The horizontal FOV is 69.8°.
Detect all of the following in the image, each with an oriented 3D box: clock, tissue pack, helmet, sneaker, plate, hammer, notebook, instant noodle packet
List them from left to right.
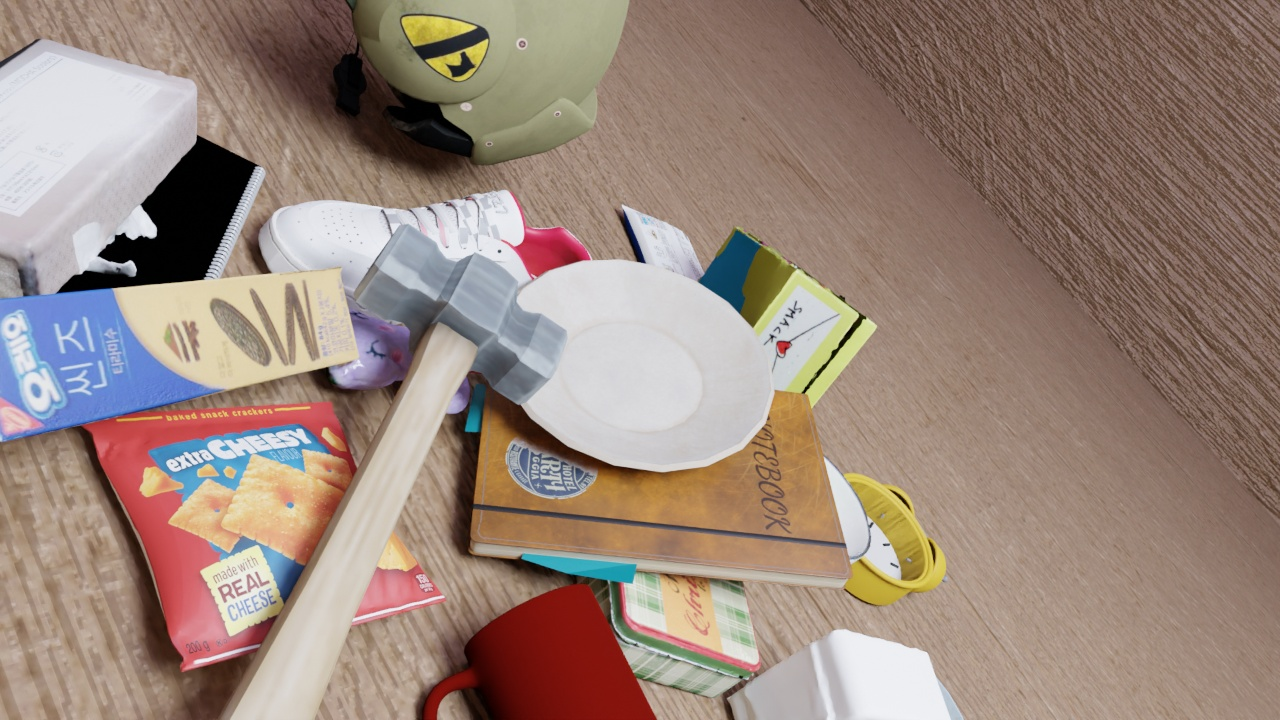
[{"bbox_3d":[-0.303,-0.093,0.472,0.104,0.071,0.181,16,35,-12],"label":"tissue pack"},{"bbox_3d":[-0.311,-0.088,0.524,0.149,0.016,0.206,26,34,-26],"label":"notebook"},{"bbox_3d":[-0.124,0.061,0.440,0.117,0.051,0.321,34,40,-18],"label":"hammer"},{"bbox_3d":[-0.133,-0.082,0.639,0.236,0.105,0.090,14,42,-41],"label":"sneaker"},{"bbox_3d":[-0.129,-0.264,0.700,0.232,0.256,0.249,20,39,-29],"label":"helmet"},{"bbox_3d":[-0.003,0.004,0.622,0.188,0.027,0.188,9,46,-9],"label":"plate"},{"bbox_3d":[0.004,0.071,0.591,0.249,0.014,0.178,8,42,-11],"label":"notebook"},{"bbox_3d":[0.032,-0.103,0.942,0.087,0.026,0.134,17,39,-38],"label":"instant noodle packet"},{"bbox_3d":[0.209,0.157,0.810,0.151,0.052,0.113,7,46,-40],"label":"clock"}]

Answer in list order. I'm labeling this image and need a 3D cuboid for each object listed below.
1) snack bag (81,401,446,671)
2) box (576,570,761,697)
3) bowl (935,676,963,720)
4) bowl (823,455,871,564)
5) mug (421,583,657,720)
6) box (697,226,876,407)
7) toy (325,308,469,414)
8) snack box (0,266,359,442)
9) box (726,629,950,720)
[{"bbox_3d":[-0.182,0.076,0.447,0.130,0.039,0.144,-2,43,-49],"label":"snack bag"},{"bbox_3d":[0.012,0.116,0.623,0.117,0.050,0.205,26,35,-27],"label":"box"},{"bbox_3d":[0.187,0.263,0.658,0.106,0.039,0.106,30,33,-22],"label":"bowl"},{"bbox_3d":[0.118,0.122,0.725,0.116,0.066,0.116,30,33,-22],"label":"bowl"},{"bbox_3d":[-0.054,0.174,0.461,0.105,0.073,0.082,-18,63,-25],"label":"mug"},{"bbox_3d":[0.099,-0.032,0.779,0.082,0.124,0.221,34,9,-13],"label":"box"},{"bbox_3d":[-0.153,0.001,0.576,0.099,0.037,0.080,11,36,-45],"label":"toy"},{"bbox_3d":[-0.226,-0.007,0.439,0.206,0.057,0.056,-22,103,-65],"label":"snack box"},{"bbox_3d":[0.127,0.245,0.542,0.103,0.110,0.130,23,35,-32],"label":"box"}]
